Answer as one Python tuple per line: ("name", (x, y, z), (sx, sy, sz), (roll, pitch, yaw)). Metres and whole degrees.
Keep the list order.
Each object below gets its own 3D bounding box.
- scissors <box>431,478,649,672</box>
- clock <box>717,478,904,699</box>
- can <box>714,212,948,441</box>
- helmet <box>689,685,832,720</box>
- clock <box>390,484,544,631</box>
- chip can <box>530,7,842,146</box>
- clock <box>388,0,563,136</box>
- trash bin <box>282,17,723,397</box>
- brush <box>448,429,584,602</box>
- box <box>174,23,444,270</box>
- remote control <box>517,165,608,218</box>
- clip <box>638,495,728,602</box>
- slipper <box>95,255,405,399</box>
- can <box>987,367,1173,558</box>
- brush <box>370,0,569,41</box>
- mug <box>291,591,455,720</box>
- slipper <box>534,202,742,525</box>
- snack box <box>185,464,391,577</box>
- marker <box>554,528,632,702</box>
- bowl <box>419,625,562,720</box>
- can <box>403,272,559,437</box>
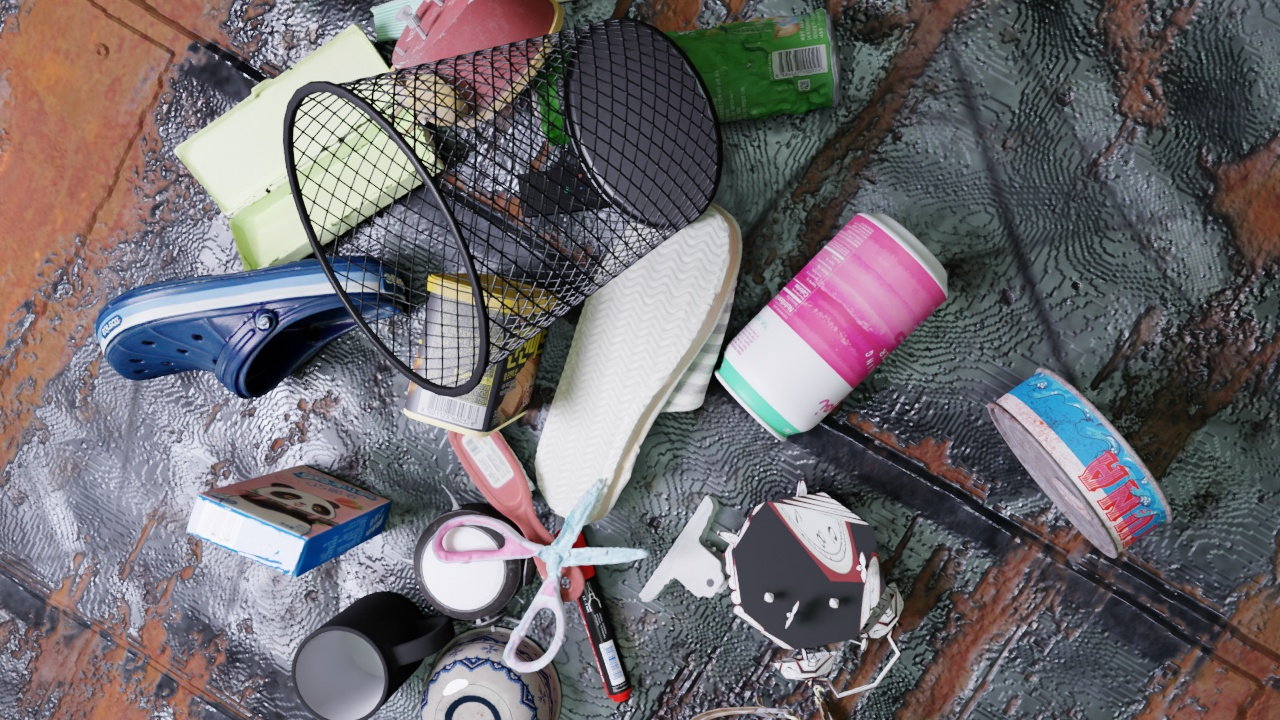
("scissors", (-0.075, 0.169, 0.703), (0.170, 0.014, 0.168), (-4, 97, 9))
("clock", (0.132, 0.172, 0.675), (0.114, 0.065, 0.154), (-30, 79, -11))
("can", (0.138, -0.024, 0.670), (0.088, 0.088, 0.166), (45, 98, 3))
("helmet", (0.076, 0.350, 0.655), (0.193, 0.224, 0.236), (-30, 64, 14))
("clock", (-0.134, 0.167, 0.743), (0.123, 0.043, 0.091), (38, 98, 4))
("chip can", (0.034, -0.209, 0.680), (0.223, 0.075, 0.075), (-6, 93, 8))
("clock", (-0.136, -0.229, 0.665), (0.081, 0.117, 0.159), (37, 92, -35))
("trash bin", (-0.071, -0.109, 0.560), (0.209, 0.185, 0.184), (-34, 88, -33))
("brush", (-0.095, 0.114, 0.732), (0.041, 0.030, 0.172), (-36, 81, 13))
("box", (-0.264, -0.163, 0.739), (0.188, 0.048, 0.140), (-32, 92, 9))
("remote control", (-0.022, -0.138, 0.723), (0.150, 0.013, 0.034), (-6, 93, 8))
("clip", (0.048, 0.164, 0.732), (0.054, 0.040, 0.102), (37, 99, 23))
("slipper", (-0.308, -0.020, 0.723), (0.253, 0.105, 0.095), (-13, 85, 6))
("can", (0.300, 0.069, 0.633), (0.044, 0.130, 0.130), (-37, 88, 8))
("brush", (-0.108, -0.286, 0.727), (0.218, 0.012, 0.033), (-8, 92, 7))
("mug", (-0.205, 0.232, 0.735), (0.114, 0.088, 0.078), (-16, 91, 8))
("slipper", (-0.004, 0.004, 0.695), (0.114, 0.054, 0.273), (38, 111, 27))
("snack box", (-0.261, 0.119, 0.702), (0.088, 0.154, 0.033), (21, 93, 5))
("marker", (-0.038, 0.205, 0.742), (0.021, 0.023, 0.145), (-17, 91, 32))
("bowl", (-0.126, 0.281, 0.742), (0.115, 0.059, 0.115), (1, 94, 8))
("can", (-0.117, -0.008, 0.687), (0.072, 0.130, 0.101), (16, 98, 6))
